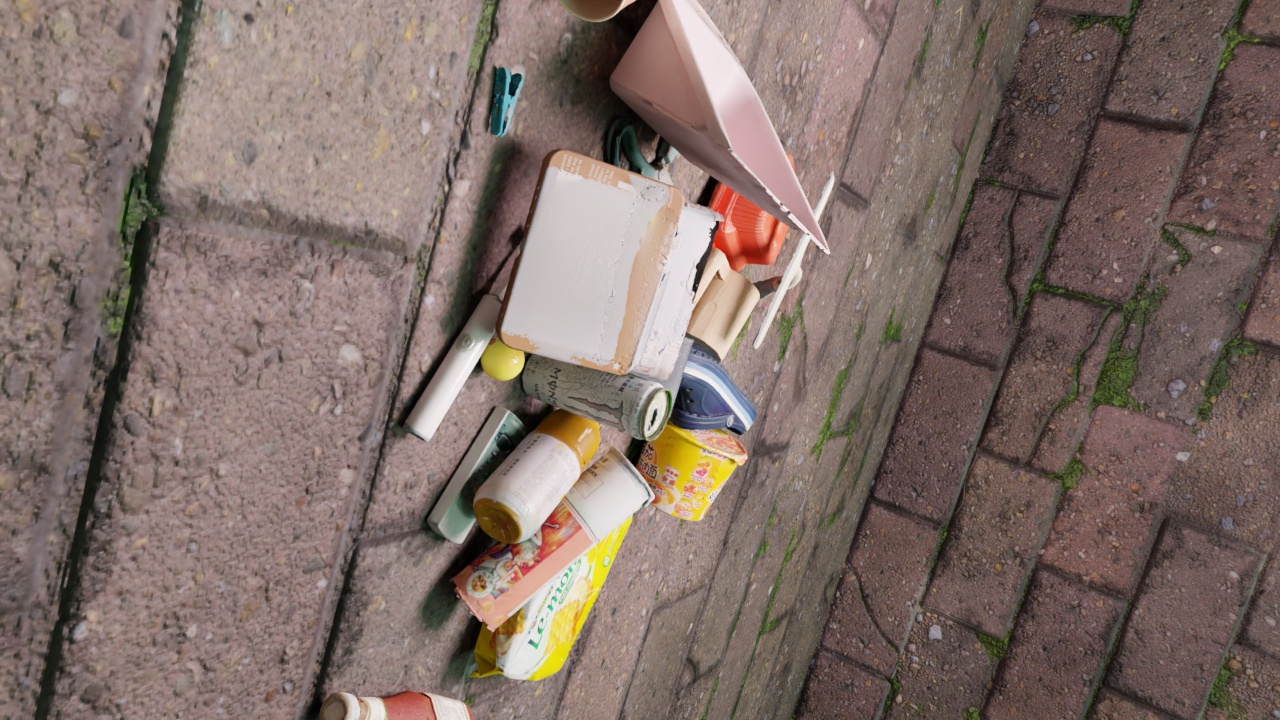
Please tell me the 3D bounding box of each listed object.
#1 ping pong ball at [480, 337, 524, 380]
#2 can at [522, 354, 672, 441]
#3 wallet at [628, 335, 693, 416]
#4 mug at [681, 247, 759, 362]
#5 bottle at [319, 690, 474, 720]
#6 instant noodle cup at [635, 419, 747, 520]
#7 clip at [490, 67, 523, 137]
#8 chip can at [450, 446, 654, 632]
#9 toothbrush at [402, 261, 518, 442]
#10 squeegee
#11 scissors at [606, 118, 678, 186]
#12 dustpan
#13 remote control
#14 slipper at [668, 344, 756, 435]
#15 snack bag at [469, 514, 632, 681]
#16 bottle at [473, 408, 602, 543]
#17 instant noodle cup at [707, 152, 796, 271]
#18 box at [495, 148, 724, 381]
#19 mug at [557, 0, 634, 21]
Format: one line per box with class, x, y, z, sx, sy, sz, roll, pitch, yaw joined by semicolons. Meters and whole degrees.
ping pong ball;-0.128;-0.001;0.849;0.040;0.040;0.040;-43;143;-43
can;-0.044;0.031;0.913;0.058;0.147;0.058;-42;142;-44
wallet;-0.006;0.006;1.039;0.120;0.019;0.097;16;95;-21
mug;0.089;-0.068;1.179;0.103;0.084;0.125;-59;150;-16
bottle;-0.231;0.347;0.882;0.059;0.060;0.206;-63;151;-14
instant noodle cup;0.057;0.140;1.219;0.137;0.138;0.110;6;111;-64
clip;-0.113;-0.212;0.757;0.049;0.015;0.057;-12;118;-63
chip can;-0.089;0.183;0.942;0.214;0.071;0.071;-39;146;-11
toothbrush;-0.142;-0.028;0.817;0.220;0.027;0.026;-61;175;-17
squeegee;0.189;-0.109;1.259;0.246;0.039;0.247;-65;-175;-8
scissors;0.020;-0.245;0.990;0.178;0.019;0.170;-67;153;-7
dustpan;0.092;-0.255;0.881;0.139;0.273;0.222;-53;145;6
remote control;-0.158;0.113;0.897;0.135;0.019;0.056;-60;154;-19
slipper;0.066;0.043;1.181;0.095;0.105;0.252;-57;144;-6
snack bag;-0.102;0.249;1.052;0.246;0.068;0.158;-65;155;-10
bottle;-0.092;0.102;0.919;0.189;0.068;0.068;-50;148;-47
instant noodle cup;0.152;-0.205;1.206;0.188;0.079;0.164;-68;158;-13
box;-0.048;-0.088;0.866;0.193;0.157;0.183;17;94;-30
mug;-0.027;-0.355;0.760;0.105;0.082;0.114;-50;118;-39
